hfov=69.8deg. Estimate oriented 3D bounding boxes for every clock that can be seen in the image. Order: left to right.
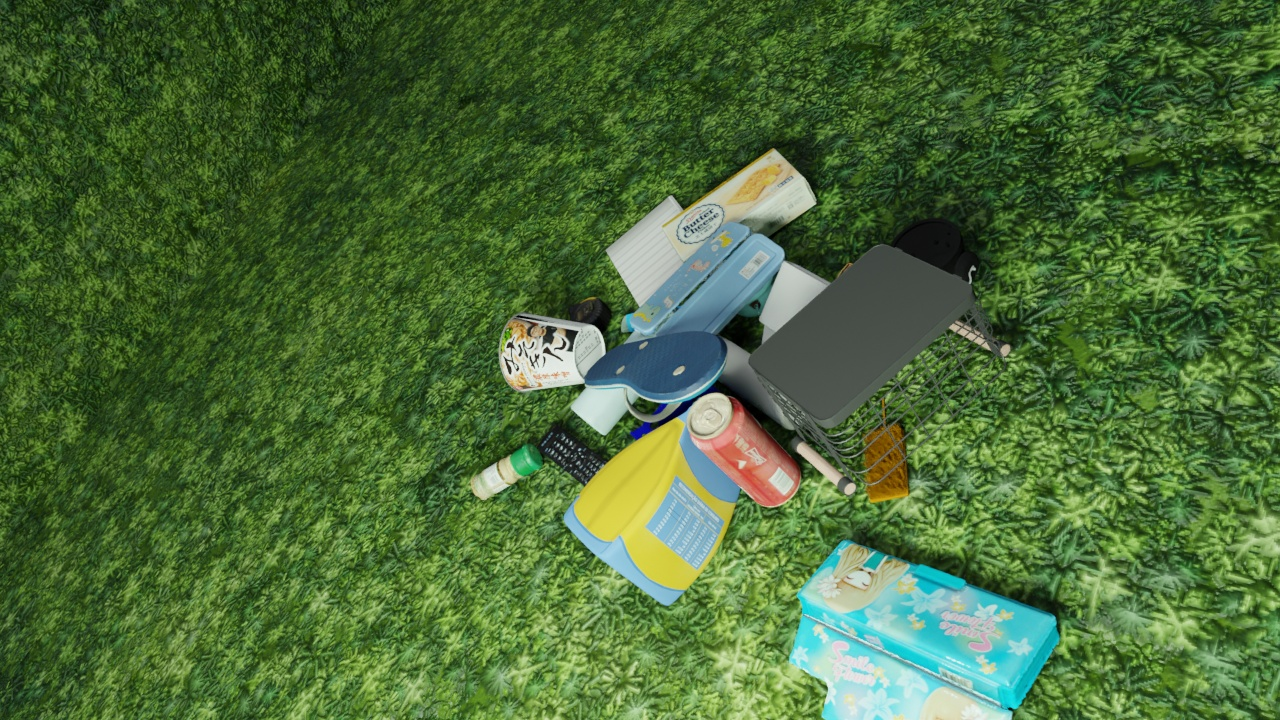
[{"bbox_3d":[0.140,-0.109,1.273,0.090,0.053,0.124,-49,40,-5],"label":"clock"},{"bbox_3d":[0.353,-0.116,1.105,0.091,0.042,0.120,-32,42,16],"label":"clock"}]

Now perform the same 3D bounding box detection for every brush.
[{"bbox_3d":[0.271,0.095,1.020,0.048,0.017,0.126,-17,48,30],"label":"brush"}]

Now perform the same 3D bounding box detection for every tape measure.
[{"bbox_3d":[-0.080,-0.068,1.438,0.063,0.038,0.067,-29,42,18],"label":"tape measure"}]

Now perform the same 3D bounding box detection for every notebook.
[{"bbox_3d":[0.032,-0.167,1.448,0.143,0.009,0.209,-39,40,9],"label":"notebook"}]

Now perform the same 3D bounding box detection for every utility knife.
[{"bbox_3d":[0.041,-0.062,1.346,0.175,0.031,0.015,-5,14,37],"label":"utility knife"}]

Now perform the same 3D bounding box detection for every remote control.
[{"bbox_3d":[-0.090,0.139,1.290,0.047,0.022,0.150,-52,42,-8],"label":"remote control"}]

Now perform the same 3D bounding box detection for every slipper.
[{"bbox_3d":[0.025,0.019,1.139,0.118,0.060,0.295,-49,22,-20],"label":"slipper"}]

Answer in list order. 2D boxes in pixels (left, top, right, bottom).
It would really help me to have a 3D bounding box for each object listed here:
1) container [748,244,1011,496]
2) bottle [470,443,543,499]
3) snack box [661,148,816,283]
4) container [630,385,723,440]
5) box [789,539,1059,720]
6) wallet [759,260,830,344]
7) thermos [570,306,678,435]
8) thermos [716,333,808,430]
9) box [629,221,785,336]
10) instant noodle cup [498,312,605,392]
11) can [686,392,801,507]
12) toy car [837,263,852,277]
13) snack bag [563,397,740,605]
[{"bbox_3d":[0.257,0.006,0.994,0.241,0.130,0.163,-41,34,-2],"label":"container"},{"bbox_3d":[-0.196,0.164,1.343,0.111,0.043,0.043,-32,42,18],"label":"bottle"},{"bbox_3d":[0.141,-0.213,1.344,0.208,0.057,0.104,-34,41,7],"label":"snack box"},{"bbox_3d":[0.064,0.087,1.153,0.113,0.084,0.085,-46,39,-3],"label":"container"},{"bbox_3d":[0.246,0.275,0.859,0.227,0.071,0.181,14,66,46],"label":"box"},{"bbox_3d":[0.200,-0.055,1.176,0.118,0.037,0.115,42,116,53],"label":"wallet"},{"bbox_3d":[-0.008,0.008,1.290,0.065,0.078,0.207,39,87,17],"label":"thermos"},{"bbox_3d":[0.131,0.016,1.177,0.052,0.052,0.224,-48,40,-3],"label":"thermos"},{"bbox_3d":[0.087,-0.099,1.231,0.209,0.034,0.127,-45,53,-8],"label":"box"},{"bbox_3d":[-0.126,-0.011,1.380,0.122,0.123,0.123,2,58,30],"label":"instant noodle cup"},{"bbox_3d":[0.117,0.102,1.026,0.067,0.170,0.067,-22,47,25],"label":"can"},{"bbox_3d":[0.270,-0.093,1.153,0.112,0.047,0.047,-52,38,-2],"label":"toy car"},{"bbox_3d":[0.036,0.158,1.059,0.205,0.159,0.102,-49,44,-6],"label":"snack bag"}]
